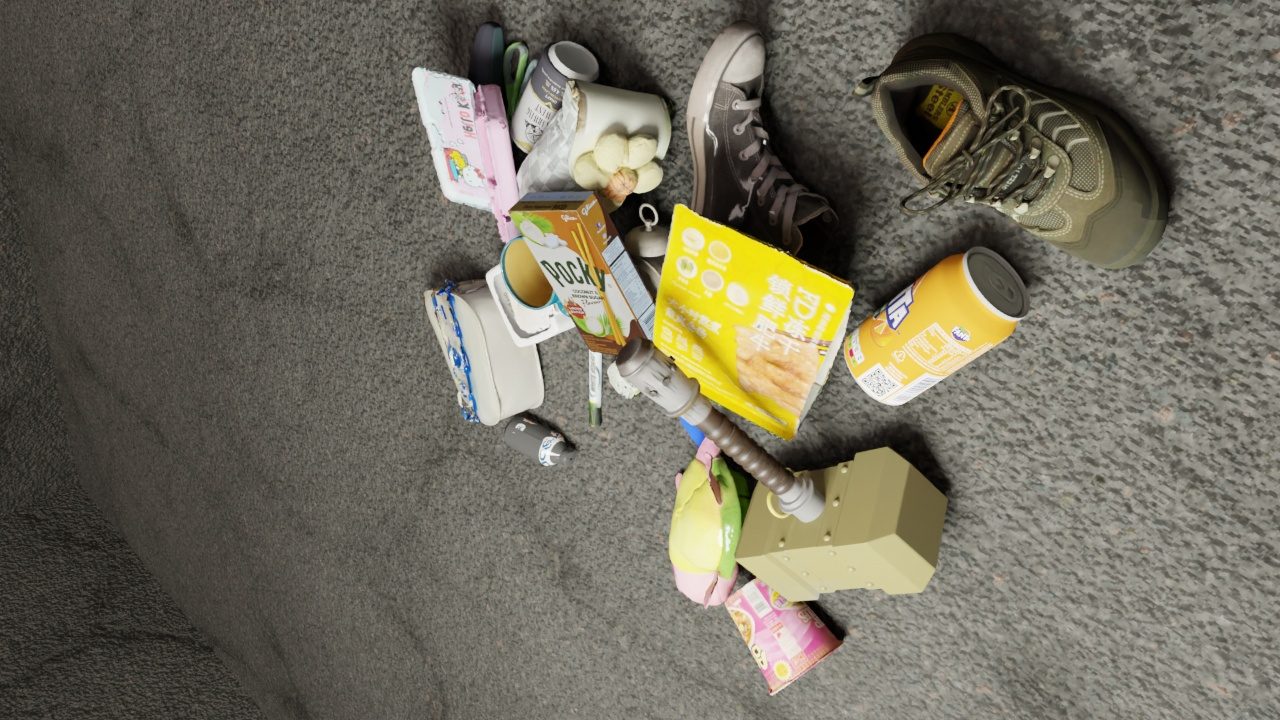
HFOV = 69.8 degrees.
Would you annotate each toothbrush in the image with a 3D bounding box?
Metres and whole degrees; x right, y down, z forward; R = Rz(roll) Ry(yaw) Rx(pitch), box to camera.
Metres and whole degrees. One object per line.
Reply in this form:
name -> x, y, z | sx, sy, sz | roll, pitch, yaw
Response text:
toothbrush -> 0.036, 0.044, 1.015 | 0.016, 0.018, 0.182 | -35, 100, 7

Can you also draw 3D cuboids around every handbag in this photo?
handbag -> -0.049, -0.191, 0.922 | 0.172, 0.112, 0.123 | -43, 54, 49
handbag -> -0.228, -0.015, 1.214 | 0.200, 0.092, 0.201 | 10, 118, 49

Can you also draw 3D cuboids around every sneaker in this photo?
sneaker -> 0.251, -0.146, 0.642 | 0.238, 0.142, 0.101 | 43, 134, 19
sneaker -> 0.110, -0.171, 0.804 | 0.120, 0.095, 0.235 | 21, 122, 32

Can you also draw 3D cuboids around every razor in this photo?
razor -> -0.178, -0.309, 1.030 | 0.052, 0.047, 0.143 | 31, 128, 22

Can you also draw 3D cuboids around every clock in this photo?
clock -> 0.013, -0.094, 0.959 | 0.103, 0.061, 0.157 | 26, 135, 32

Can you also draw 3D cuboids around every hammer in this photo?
hammer -> 0.103, 0.088, 0.824 | 0.325, 0.100, 0.191 | 40, 143, -24

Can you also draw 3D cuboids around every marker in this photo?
marker -> -0.055, 0.016, 1.112 | 0.017, 0.017, 0.147 | 23, 125, 34

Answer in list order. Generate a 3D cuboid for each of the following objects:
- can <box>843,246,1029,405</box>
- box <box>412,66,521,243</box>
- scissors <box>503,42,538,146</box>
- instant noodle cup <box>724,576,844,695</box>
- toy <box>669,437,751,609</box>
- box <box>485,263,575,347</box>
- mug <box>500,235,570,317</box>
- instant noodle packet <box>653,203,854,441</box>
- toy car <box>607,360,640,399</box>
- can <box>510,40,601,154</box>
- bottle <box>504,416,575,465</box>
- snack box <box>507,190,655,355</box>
can -> 0.241, -0.026, 0.761 | 0.079, 0.078, 0.143 | 54, 137, 8
box -> -0.175, -0.227, 1.026 | 0.150, 0.073, 0.202 | 45, 157, 25
scissors -> -0.150, -0.282, 1.052 | 0.078, 0.032, 0.176 | 51, 135, 18
instant noodle cup -> 0.152, 0.293, 1.011 | 0.108, 0.097, 0.098 | 54, 138, 20
toy -> 0.076, 0.182, 1.006 | 0.190, 0.087, 0.239 | -110, 17, -54
box -> -0.130, -0.074, 1.095 | 0.103, 0.076, 0.107 | -17, 101, 48
mug -> -0.080, -0.099, 1.012 | 0.112, 0.104, 0.085 | 54, 137, 4
instant noodle packet -> 0.097, -0.040, 0.811 | 0.163, 0.084, 0.222 | 30, 155, 15
toy car -> -0.006, 0.006, 1.050 | 0.048, 0.032, 0.106 | 49, 137, 10
can -> -0.093, -0.268, 0.964 | 0.064, 0.064, 0.128 | 51, 136, 11
bottle -> -0.132, 0.110, 1.212 | 0.112, 0.046, 0.047 | 21, 124, 34
snack box -> -0.047, -0.083, 0.919 | 0.101, 0.031, 0.186 | 9, 138, 44
